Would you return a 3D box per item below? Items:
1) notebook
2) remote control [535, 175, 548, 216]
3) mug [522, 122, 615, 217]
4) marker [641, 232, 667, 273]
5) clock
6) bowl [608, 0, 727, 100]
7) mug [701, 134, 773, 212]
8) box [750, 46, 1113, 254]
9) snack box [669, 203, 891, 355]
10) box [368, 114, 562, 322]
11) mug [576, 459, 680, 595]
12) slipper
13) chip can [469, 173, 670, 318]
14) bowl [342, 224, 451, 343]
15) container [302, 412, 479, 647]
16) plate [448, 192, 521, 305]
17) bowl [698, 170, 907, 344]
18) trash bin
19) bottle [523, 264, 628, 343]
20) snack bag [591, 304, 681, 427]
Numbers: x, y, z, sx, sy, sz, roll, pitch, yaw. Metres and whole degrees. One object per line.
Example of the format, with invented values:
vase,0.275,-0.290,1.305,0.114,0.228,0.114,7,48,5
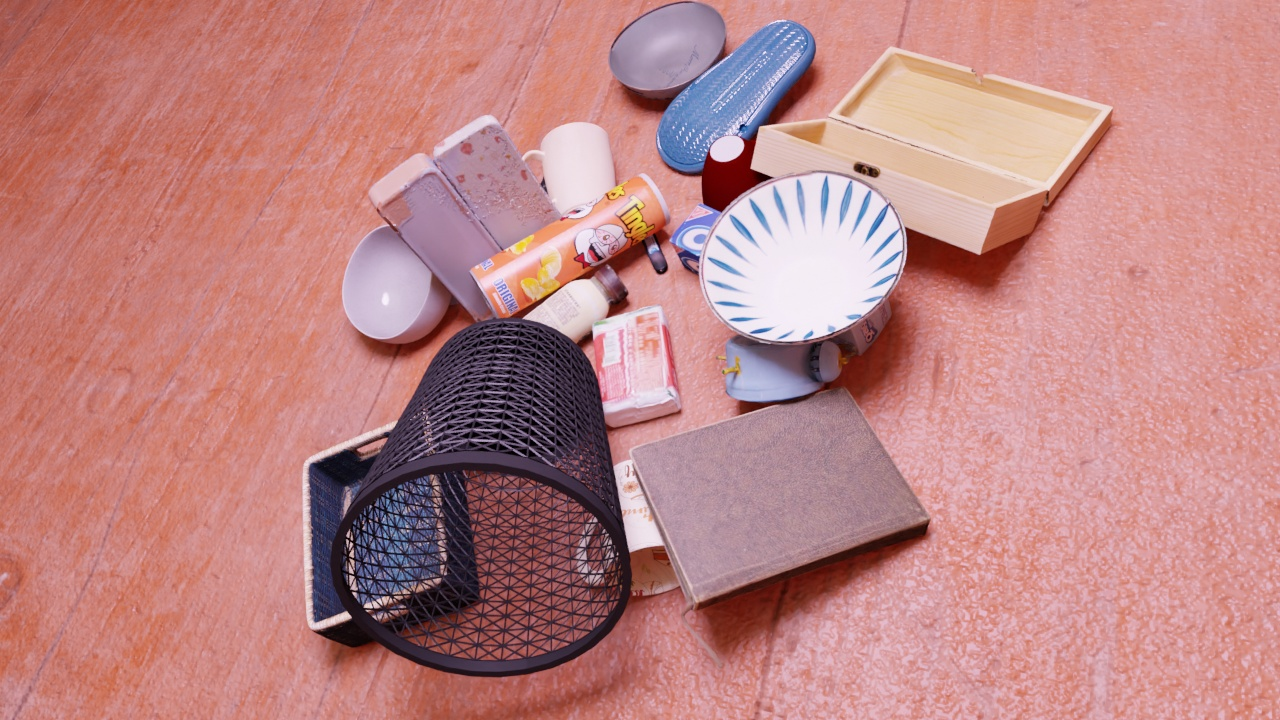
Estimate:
notebook,0.116,0.124,0.745,0.215,0.035,0.190,-14,54,-15
remote control,-0.108,-0.173,1.078,0.039,0.010,0.124,-3,59,20
mug,-0.082,-0.201,1.032,0.111,0.085,0.104,-2,64,-20
marker,0.006,-0.143,1.013,0.018,0.015,0.123,-21,57,0
clock,0.133,0.001,0.827,0.124,0.052,0.088,-7,13,1
bowl,0.039,-0.362,1.110,0.151,0.057,0.150,-10,57,16
mug,0.111,-0.200,0.960,0.114,0.088,0.087,-42,54,-8
box,0.284,-0.209,0.904,0.247,0.097,0.260,31,59,33
snack box,0.133,-0.083,0.899,0.226,0.059,0.059,32,79,34
box,-0.164,-0.142,0.954,0.148,0.216,0.043,-40,52,-4
mug,-0.012,0.153,0.810,0.122,0.081,0.097,-39,41,27
slipper,0.112,-0.292,1.039,0.214,0.059,0.104,-43,63,7
chip can,-0.073,-0.120,0.967,0.210,0.062,0.062,-31,53,-8
bowl,-0.267,-0.083,1.043,0.132,0.064,0.131,-4,81,27
container,-0.242,0.162,0.884,0.145,0.071,0.187,-22,54,7
plate,-0.218,-0.143,1.098,0.173,0.019,0.172,-10,57,16
bowl,0.146,-0.077,0.810,0.177,0.071,0.177,-9,60,16
trash bin,-0.117,0.094,0.770,0.217,0.217,0.242,-18,31,10
bottle,-0.087,-0.037,0.957,0.162,0.056,0.056,-37,54,-4
snack bag,-0.005,0.005,0.911,0.077,0.036,0.115,-16,55,11
